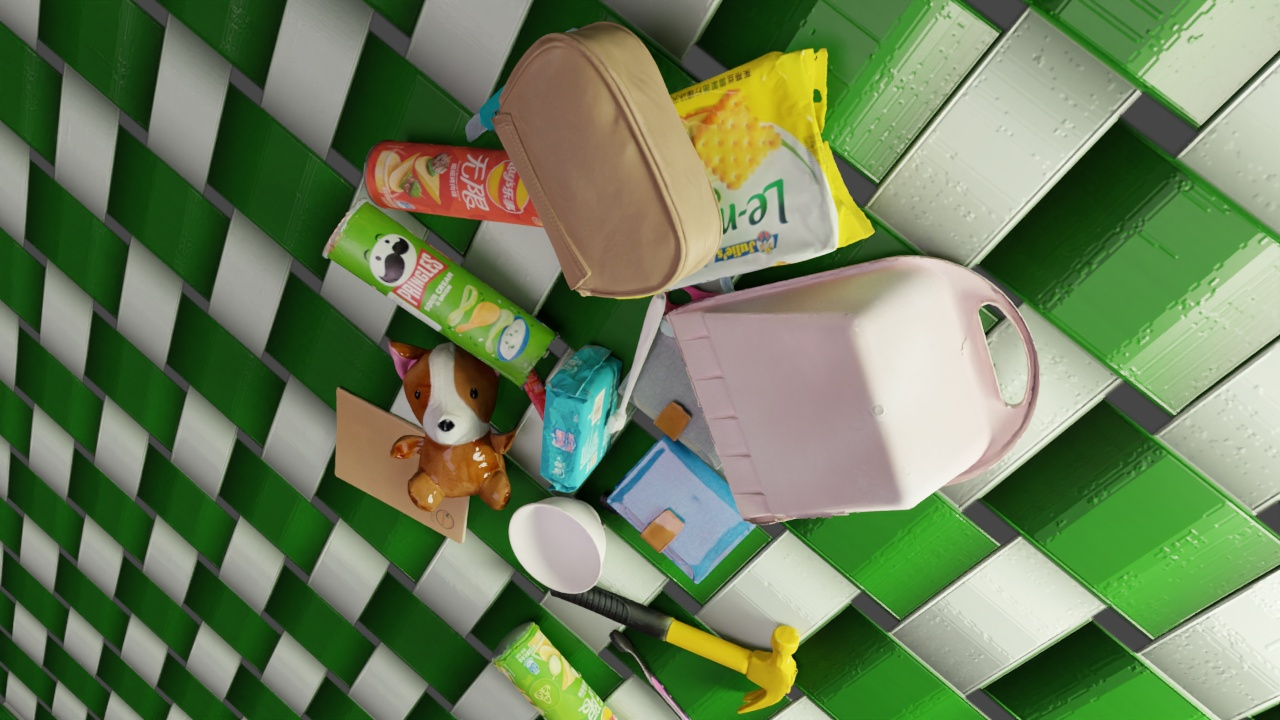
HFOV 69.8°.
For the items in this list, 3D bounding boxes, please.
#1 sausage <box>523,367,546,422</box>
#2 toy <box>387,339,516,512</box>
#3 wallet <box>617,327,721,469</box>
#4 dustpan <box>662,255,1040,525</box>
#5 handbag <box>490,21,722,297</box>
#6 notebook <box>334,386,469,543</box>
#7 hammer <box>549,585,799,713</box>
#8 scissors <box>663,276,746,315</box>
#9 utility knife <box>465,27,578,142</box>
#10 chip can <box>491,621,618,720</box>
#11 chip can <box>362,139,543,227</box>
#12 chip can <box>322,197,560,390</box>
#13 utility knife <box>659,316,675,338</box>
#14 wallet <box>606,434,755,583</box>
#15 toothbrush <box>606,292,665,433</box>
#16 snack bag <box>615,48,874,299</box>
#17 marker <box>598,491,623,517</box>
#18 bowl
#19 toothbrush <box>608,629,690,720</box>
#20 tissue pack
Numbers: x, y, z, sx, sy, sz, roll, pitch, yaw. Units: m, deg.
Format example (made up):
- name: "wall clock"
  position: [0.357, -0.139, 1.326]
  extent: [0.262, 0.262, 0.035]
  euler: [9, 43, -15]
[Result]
- name: "sausage"
  position: [-0.119, 0.021, 0.987]
  extent: [0.020, 0.020, 0.156]
  euler: [-18, 105, 35]
- name: "toy"
  position: [-0.206, 0.069, 1.003]
  extent: [0.140, 0.130, 0.200]
  euler: [-2, 108, -7]
- name: "wallet"
  position: [0.048, 0.037, 0.891]
  extent: [0.130, 0.036, 0.107]
  euler: [40, 127, 7]
- name: "dustpan"
  position: [0.186, 0.026, 0.797]
  extent: [0.274, 0.138, 0.222]
  euler: [-2, 112, 51]
- name: "handbag"
  position: [-0.024, -0.149, 0.713]
  extent: [0.148, 0.099, 0.204]
  euler: [-17, 101, 42]
- name: "notebook"
  position: [-0.302, 0.133, 1.158]
  extent: [0.208, 0.008, 0.148]
  euler: [24, 125, 17]
- name: "hammer"
  position: [0.032, 0.308, 1.048]
  extent: [0.301, 0.032, 0.129]
  euler: [17, 121, 21]
- name: "scissors"
  position: [0.081, -0.051, 0.840]
  extent: [0.134, 0.017, 0.134]
  euler: [-12, 105, 30]
- name: "utility knife"
  position: [-0.107, -0.249, 0.839]
  extent: [0.176, 0.013, 0.029]
  euler: [-28, 98, 37]
- name: "chip can"
  position: [-0.095, 0.430, 1.160]
  extent: [0.221, 0.072, 0.073]
  euler: [49, 128, -1]
- name: "chip can"
  position: [-0.160, -0.170, 0.876]
  extent: [0.217, 0.073, 0.073]
  euler: [12, 120, 24]
- name: "chip can"
  position: [-0.196, -0.065, 0.917]
  extent: [0.236, 0.072, 0.072]
  euler: [35, 129, -11]
- name: "utility knife"
  position: [0.114, 0.008, 0.834]
  extent: [0.218, 0.018, 0.034]
  euler: [24, 123, 8]
- name: "wallet"
  position: [0.043, 0.152, 0.945]
  extent: [0.133, 0.040, 0.106]
  euler: [42, 111, 4]
- name: "toothbrush"
  position: [-0.005, 0.005, 0.878]
  extent: [0.016, 0.016, 0.181]
  euler: [38, 133, 21]
- name: "snack bag"
  position: [0.056, -0.149, 0.763]
  extent: [0.247, 0.068, 0.158]
  euler: [-10, 105, 34]
- name: "marker"
  position: [0.013, 0.180, 1.000]
  extent: [0.131, 0.018, 0.023]
  euler: [27, 140, 15]
- name: "bowl"
  position: [-0.081, 0.194, 1.030]
  extent: [0.118, 0.064, 0.118]
  euler: [13, 121, 22]
- name: "toothbrush"
  position: [0.023, 0.400, 1.114]
  extent: [0.189, 0.014, 0.018]
  euler: [52, 138, -4]
- name: "tissue pack"
  position: [-0.062, 0.060, 0.930]
  extent: [0.050, 0.093, 0.134]
  euler: [18, 122, 15]
